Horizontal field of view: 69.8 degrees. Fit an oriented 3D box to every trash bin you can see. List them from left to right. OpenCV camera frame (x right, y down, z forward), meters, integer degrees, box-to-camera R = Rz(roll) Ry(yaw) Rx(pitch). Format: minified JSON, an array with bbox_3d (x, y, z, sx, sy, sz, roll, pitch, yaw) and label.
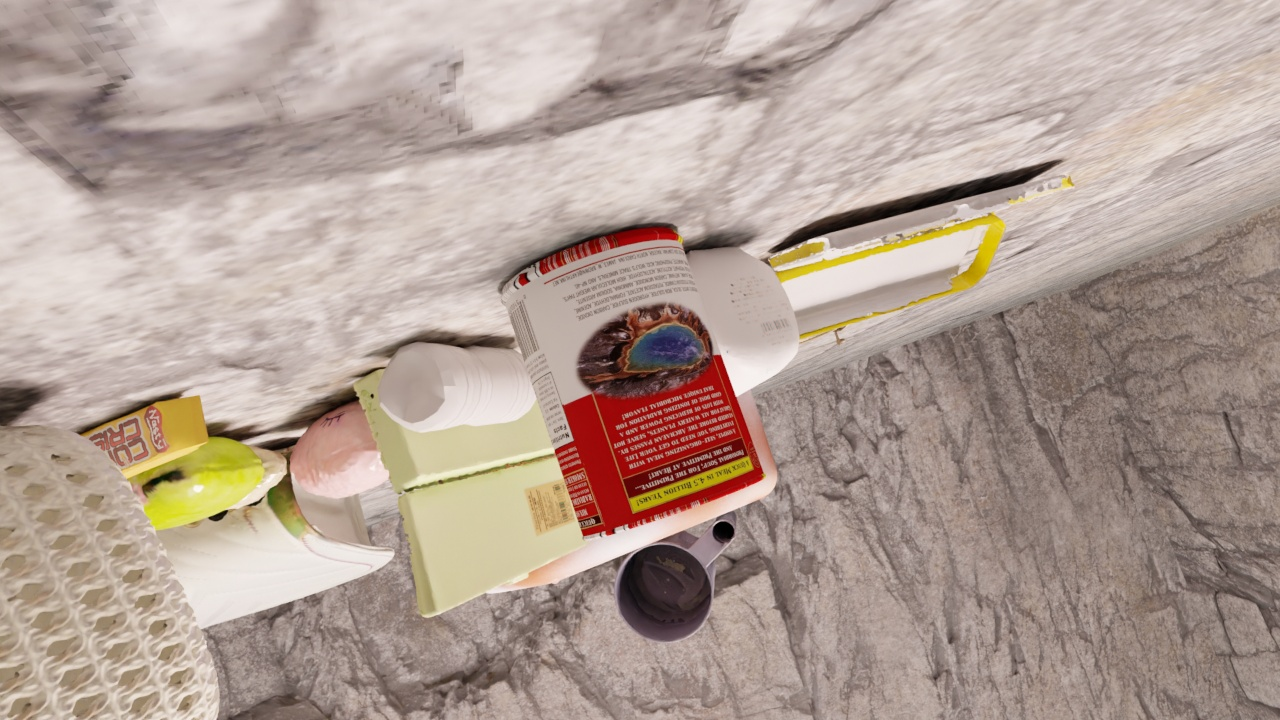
[{"bbox_3d":[-0.035,0.086,0.782,0.259,0.157,0.182,-15,172,-31],"label":"trash bin"}]

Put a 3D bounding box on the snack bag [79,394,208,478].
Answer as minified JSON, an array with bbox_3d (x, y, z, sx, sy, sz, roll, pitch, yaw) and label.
[{"bbox_3d":[-0.232,0.041,0.406,0.099,0.026,0.020,-20,174,17],"label":"snack bag"}]

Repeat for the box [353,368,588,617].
[{"bbox_3d":[-0.090,0.068,0.561,0.030,0.138,0.187,-22,172,21],"label":"box"}]

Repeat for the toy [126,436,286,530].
[{"bbox_3d":[-0.243,0.066,0.512,0.092,0.043,0.117,-19,176,12],"label":"toy"}]

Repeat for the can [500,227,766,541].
[{"bbox_3d":[-0.004,0.011,0.410,0.086,0.116,0.087,-19,174,-2],"label":"can"}]

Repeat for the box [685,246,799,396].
[{"bbox_3d":[0.008,-0.004,0.517,0.084,0.094,0.166,-17,165,-47],"label":"box"}]

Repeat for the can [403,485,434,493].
[{"bbox_3d":[-0.205,0.133,0.974,0.088,0.088,0.166,-18,173,-15],"label":"can"}]

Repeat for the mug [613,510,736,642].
[{"bbox_3d":[0.039,0.181,0.812,0.124,0.084,0.104,-47,172,3],"label":"mug"}]

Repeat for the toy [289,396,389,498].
[{"bbox_3d":[-0.161,0.047,0.570,0.109,0.053,0.104,-25,-178,41],"label":"toy"}]

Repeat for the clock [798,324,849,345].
[{"bbox_3d":[0.117,-0.034,0.675,0.140,0.054,0.093,-14,172,-26],"label":"clock"}]

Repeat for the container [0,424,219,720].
[{"bbox_3d":[-0.276,0.121,0.326,0.252,0.185,0.142,-22,-175,31],"label":"container"}]

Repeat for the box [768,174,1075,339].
[{"bbox_3d":[0.167,-0.069,0.588,0.209,0.045,0.128,-15,159,-23],"label":"box"}]

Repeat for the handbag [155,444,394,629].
[{"bbox_3d":[-0.299,0.128,0.659,0.198,0.096,0.142,-19,160,6],"label":"handbag"}]

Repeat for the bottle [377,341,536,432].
[{"bbox_3d":[-0.091,0.014,0.505,0.044,0.044,0.136,-21,173,15],"label":"bottle"}]
